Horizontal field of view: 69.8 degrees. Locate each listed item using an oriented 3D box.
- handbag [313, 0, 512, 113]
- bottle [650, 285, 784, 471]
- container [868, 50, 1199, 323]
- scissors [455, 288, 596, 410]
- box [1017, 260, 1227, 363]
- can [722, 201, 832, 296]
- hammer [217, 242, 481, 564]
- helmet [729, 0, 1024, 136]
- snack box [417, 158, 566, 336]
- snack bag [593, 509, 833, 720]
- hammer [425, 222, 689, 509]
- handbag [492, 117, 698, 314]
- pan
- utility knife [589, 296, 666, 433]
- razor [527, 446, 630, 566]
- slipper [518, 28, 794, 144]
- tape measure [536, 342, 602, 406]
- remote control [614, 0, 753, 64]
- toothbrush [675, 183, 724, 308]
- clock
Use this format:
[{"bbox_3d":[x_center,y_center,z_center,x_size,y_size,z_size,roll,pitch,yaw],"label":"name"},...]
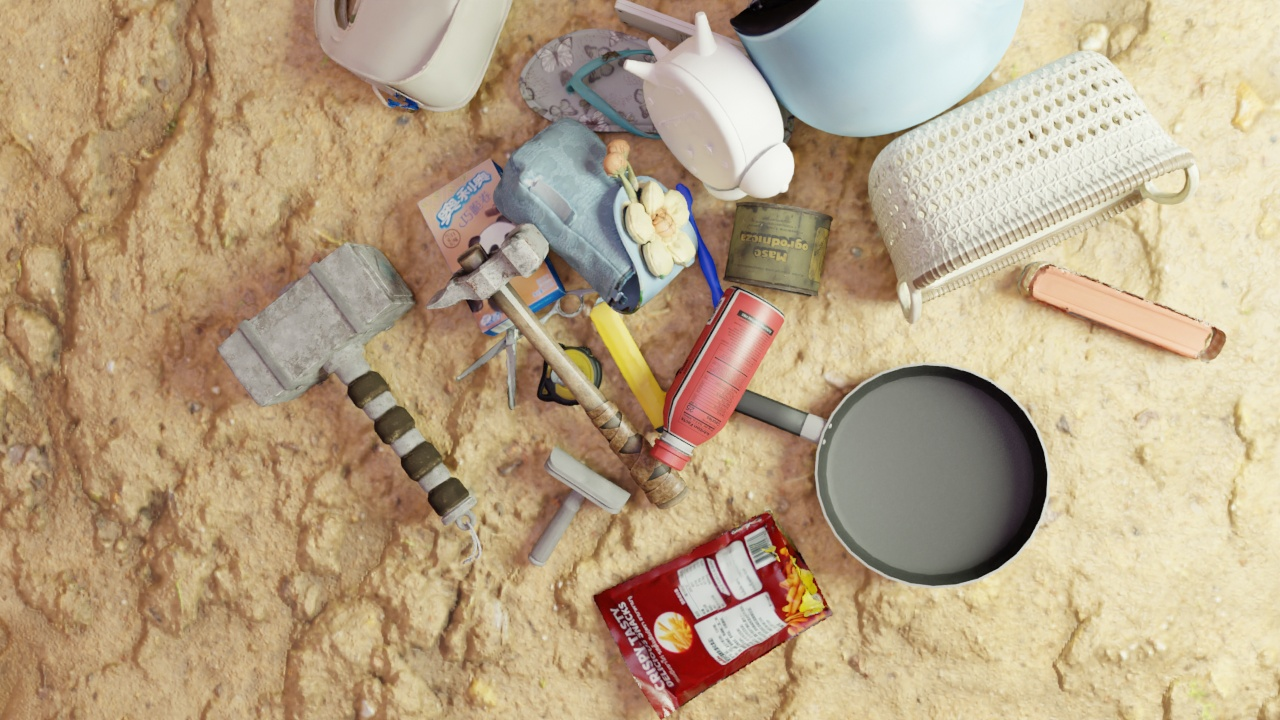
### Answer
[{"bbox_3d":[-0.222,-0.345,0.879,0.200,0.093,0.201,27,98,24],"label":"handbag"},{"bbox_3d":[0.066,0.020,0.858,0.062,0.062,0.176,30,89,3],"label":"bottle"},{"bbox_3d":[0.316,-0.146,0.784,0.246,0.184,0.143,-25,82,8],"label":"container"},{"bbox_3d":[-0.113,-0.032,0.901,0.175,0.014,0.141,-24,76,10],"label":"scissors"},{"bbox_3d":[0.442,-0.045,0.840,0.187,0.056,0.059,20,64,3],"label":"box"},{"bbox_3d":[0.126,-0.102,0.848,0.090,0.089,0.074,10,95,5],"label":"can"},{"bbox_3d":[-0.248,0.056,0.907,0.177,0.079,0.326,-37,90,8],"label":"hammer"},{"bbox_3d":[0.211,-0.287,0.765,0.264,0.226,0.167,-46,115,-29],"label":"helmet"},{"bbox_3d":[-0.145,-0.109,0.892,0.087,0.034,0.151,-29,80,7],"label":"snack box"},{"bbox_3d":[0.068,0.246,0.898,0.208,0.066,0.139,-32,85,10],"label":"snack bag"},{"bbox_3d":[-0.061,0.022,0.862,0.122,0.048,0.319,-31,109,21],"label":"hammer"},{"bbox_3d":[-0.033,-0.142,0.843,0.192,0.121,0.119,44,142,4],"label":"handbag"},{"bbox_3d":[0.199,0.079,0.872,0.356,0.044,0.204,21,89,16],"label":"pan"},{"bbox_3d":[-0.005,0.005,0.899,0.030,0.017,0.151,-31,105,-5],"label":"utility knife"},{"bbox_3d":[-0.077,0.157,0.918,0.088,0.047,0.116,33,105,3],"label":"razor"},{"bbox_3d":[0.015,-0.257,0.868,0.269,0.054,0.098,12,93,4],"label":"slipper"},{"bbox_3d":[-0.069,0.014,0.905,0.061,0.034,0.061,9,92,8],"label":"tape measure"},{"bbox_3d":[0.042,-0.306,0.860,0.136,0.050,0.011,21,96,4],"label":"remote control"},{"bbox_3d":[0.068,-0.086,0.895,0.016,0.018,0.182,-19,95,8],"label":"toothbrush"},{"bbox_3d":[0.057,-0.206,0.790,0.072,0.125,0.161,-40,109,-12],"label":"clock"}]
